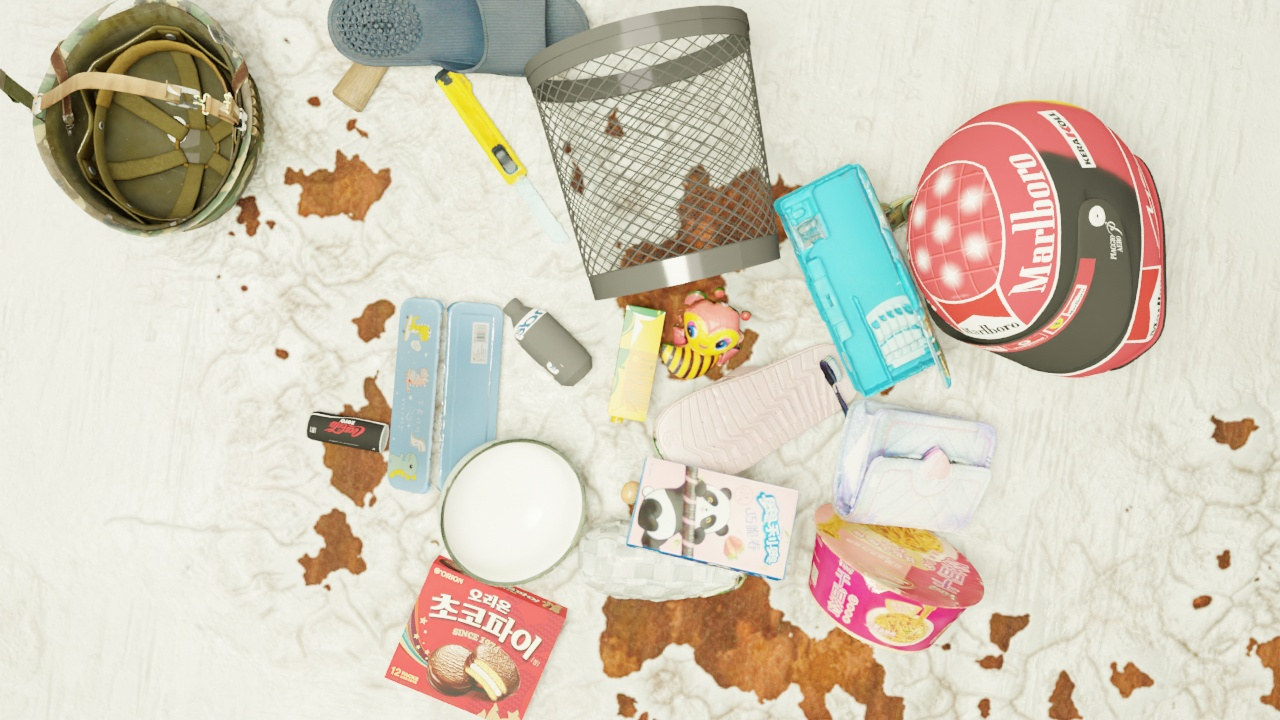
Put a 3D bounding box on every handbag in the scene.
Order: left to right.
[{"bbox_3d":[0.020,0.187,0.951,0.171,0.112,0.123,0,82,-1],"label":"handbag"},{"bbox_3d":[0.286,0.114,0.954,0.158,0.069,0.126,10,94,-23],"label":"handbag"}]

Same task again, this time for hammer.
[{"bbox_3d":[-0.220,-0.393,0.962,0.132,0.040,0.305,35,92,1],"label":"hammer"}]

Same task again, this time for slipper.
[{"bbox_3d":[-0.176,-0.335,0.915,0.263,0.082,0.101,-3,109,-13],"label":"slipper"},{"bbox_3d":[0.120,0.053,0.971,0.239,0.064,0.094,-23,95,-18],"label":"slipper"}]

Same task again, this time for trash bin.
[{"bbox_3d":[0.020,-0.190,0.889,0.218,0.217,0.227,-13,96,-1],"label":"trash bin"}]

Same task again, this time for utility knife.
[{"bbox_3d":[-0.146,-0.219,0.980,0.030,0.019,0.227,-35,95,9],"label":"utility knife"}]

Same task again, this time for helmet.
[{"bbox_3d":[-0.456,-0.230,0.858,0.192,0.236,0.224,3,102,-6],"label":"helmet"},{"bbox_3d":[0.371,-0.112,0.884,0.224,0.198,0.271,-6,88,-30],"label":"helmet"}]

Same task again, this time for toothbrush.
[{"bbox_3d":[0.234,0.075,0.976,0.017,0.016,0.189,-39,110,-27],"label":"toothbrush"}]

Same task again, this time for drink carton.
[{"bbox_3d":[-0.006,0.006,0.967,0.041,0.058,0.122,11,92,-2],"label":"drink carton"}]

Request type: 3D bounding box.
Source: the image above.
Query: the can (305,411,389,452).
[{"bbox_3d":[-0.312,0.076,0.976,0.080,0.031,0.031,11,92,-2],"label":"can"}]

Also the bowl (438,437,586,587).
[{"bbox_3d":[-0.139,0.150,0.949,0.153,0.073,0.153,-4,99,-26],"label":"bowl"}]

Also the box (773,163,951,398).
[{"bbox_3d":[0.230,-0.072,0.899,0.097,0.117,0.227,-27,104,-2],"label":"box"}]

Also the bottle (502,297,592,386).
[{"bbox_3d":[-0.100,-0.021,0.970,0.112,0.047,0.047,44,90,-2],"label":"bottle"}]

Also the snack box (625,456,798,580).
[{"bbox_3d":[0.070,0.153,0.888,0.154,0.033,0.087,13,75,2],"label":"snack box"}]

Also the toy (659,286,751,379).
[{"bbox_3d":[0.069,-0.026,0.975,0.084,0.046,0.103,37,101,-24],"label":"toy"}]

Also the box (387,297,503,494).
[{"bbox_3d":[-0.209,0.039,0.971,0.122,0.047,0.209,4,92,-1],"label":"box"}]

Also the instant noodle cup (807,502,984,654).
[{"bbox_3d":[0.247,0.224,0.934,0.178,0.178,0.078,18,108,-2],"label":"instant noodle cup"}]

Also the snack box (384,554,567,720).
[{"bbox_3d":[-0.175,0.302,0.985,0.152,0.036,0.132,23,91,-2],"label":"snack box"}]

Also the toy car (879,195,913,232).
[{"bbox_3d":[0.248,-0.150,0.972,0.112,0.047,0.047,-34,97,0],"label":"toy car"}]
